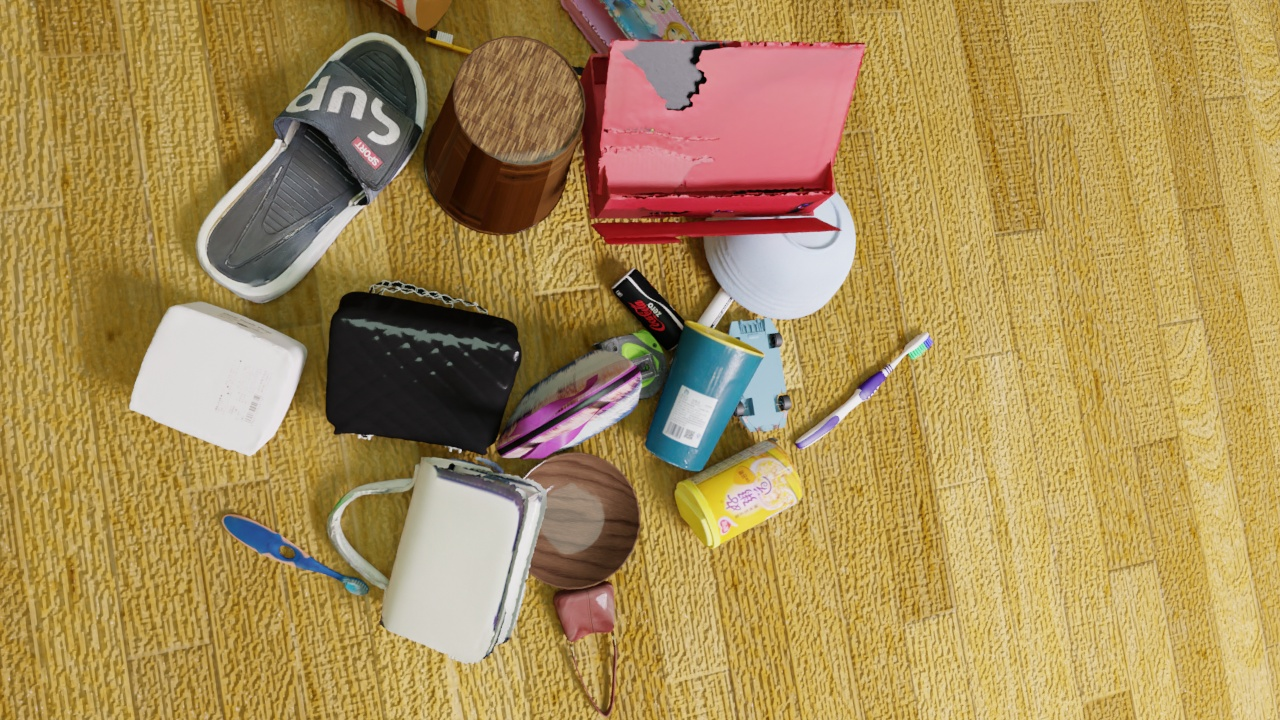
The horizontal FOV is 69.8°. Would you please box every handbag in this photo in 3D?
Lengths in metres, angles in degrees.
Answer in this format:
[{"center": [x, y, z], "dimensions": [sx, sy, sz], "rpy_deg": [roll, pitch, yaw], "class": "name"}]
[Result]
[{"center": [-0.062, 0.044, 0.753], "dimensions": [0.145, 0.169, 0.068], "rpy_deg": [-31, 92, 8], "class": "handbag"}, {"center": [-0.189, 0.009, 0.788], "dimensions": [0.153, 0.114, 0.125], "rpy_deg": [9, 106, -17], "class": "handbag"}, {"center": [-0.177, 0.152, 0.772], "dimensions": [0.176, 0.074, 0.151], "rpy_deg": [14, 93, 11], "class": "handbag"}, {"center": [-0.042, 0.262, 0.825], "dimensions": [0.055, 0.029, 0.119], "rpy_deg": [-10, 93, -13], "class": "handbag"}]

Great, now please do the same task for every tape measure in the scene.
[{"center": [-0.005, 0.005, 0.848], "dimensions": [0.058, 0.036, 0.065], "rpy_deg": [-22, 90, -16], "class": "tape measure"}]

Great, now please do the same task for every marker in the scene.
[{"center": [0.071, -0.044, 0.883], "dimensions": [0.133, 0.017, 0.020], "rpy_deg": [-55, 136, -13], "class": "marker"}]

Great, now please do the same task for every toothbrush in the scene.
[{"center": [-0.289, 0.165, 0.770], "dimensions": [0.135, 0.017, 0.021], "rpy_deg": [31, 80, -11], "class": "toothbrush"}, {"center": [-0.101, -0.270, 0.851], "dimensions": [0.196, 0.031, 0.031], "rpy_deg": [14, 95, -9], "class": "toothbrush"}, {"center": [0.225, 0.031, 0.917], "dimensions": [0.186, 0.015, 0.016], "rpy_deg": [-39, 100, -14], "class": "toothbrush"}]

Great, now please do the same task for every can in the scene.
[{"center": [0.091, 0.122, 0.848], "dimensions": [0.105, 0.068, 0.067], "rpy_deg": [-25, 92, -16], "class": "can"}, {"center": [0.010, -0.048, 0.859], "dimensions": [0.031, 0.031, 0.080], "rpy_deg": [-44, 97, -14], "class": "can"}]

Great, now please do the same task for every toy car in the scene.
[{"center": [0.109, 0.015, 0.881], "dimensions": [0.060, 0.027, 0.107], "rpy_deg": [-7, 85, -15], "class": "toy car"}]

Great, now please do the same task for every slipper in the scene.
[{"center": [-0.273, -0.169, 0.781], "dimensions": [0.111, 0.063, 0.263], "rpy_deg": [38, 80, -9], "class": "slipper"}]

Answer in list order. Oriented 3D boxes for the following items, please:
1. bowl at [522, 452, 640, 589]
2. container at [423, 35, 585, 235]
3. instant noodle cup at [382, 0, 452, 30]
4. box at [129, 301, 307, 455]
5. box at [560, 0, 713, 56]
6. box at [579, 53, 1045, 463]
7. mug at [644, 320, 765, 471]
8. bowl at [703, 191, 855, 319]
[{"center": [-0.062, 0.142, 0.823], "dimensions": [0.119, 0.032, 0.119], "rpy_deg": [1, 85, -15], "class": "bowl"}, {"center": [-0.112, -0.188, 0.768], "dimensions": [0.132, 0.167, 0.132], "rpy_deg": [1, 85, -15], "class": "container"}, {"center": [-0.220, -0.370, 0.787], "dimensions": [0.121, 0.123, 0.123], "rpy_deg": [25, 79, -4], "class": "instant noodle cup"}, {"center": [-0.338, 0.012, 0.761], "dimensions": [0.108, 0.102, 0.102], "rpy_deg": [24, 97, -6], "class": "box"}, {"center": [0.028, -0.282, 0.867], "dimensions": [0.084, 0.063, 0.230], "rpy_deg": [-40, 95, -14], "class": "box"}, {"center": [0.090, -0.090, 0.694], "dimensions": [0.212, 0.128, 0.424], "rpy_deg": [-4, 48, -17], "class": "box"}, {"center": [0.053, 0.034, 0.831], "dimensions": [0.078, 0.078, 0.121], "rpy_deg": [21, 98, -12], "class": "mug"}, {"center": [0.142, -0.120, 0.864], "dimensions": [0.150, 0.075, 0.150], "rpy_deg": [5, 74, -17], "class": "bowl"}]
